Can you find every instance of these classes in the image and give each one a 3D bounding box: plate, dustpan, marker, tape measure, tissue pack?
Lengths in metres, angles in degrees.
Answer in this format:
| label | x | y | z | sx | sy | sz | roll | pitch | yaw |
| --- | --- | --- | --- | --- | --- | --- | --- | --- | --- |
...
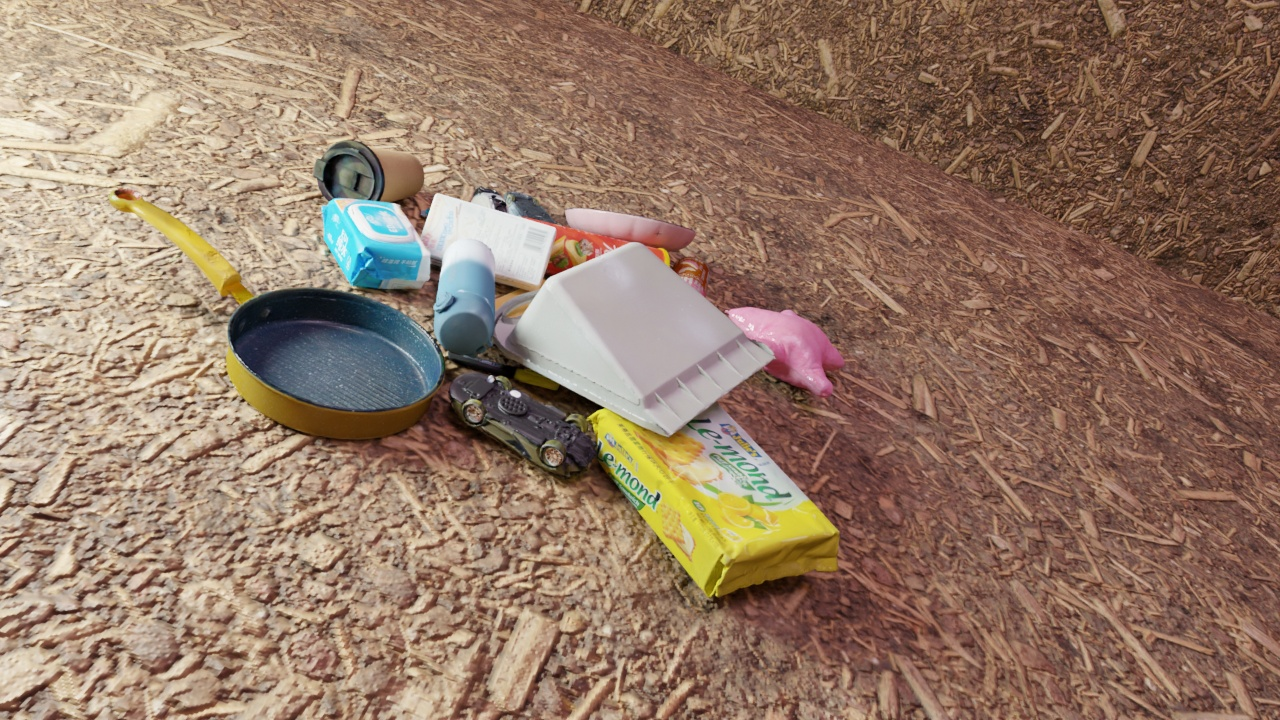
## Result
| label | x | y | z | sx | sy | sz | roll | pitch | yaw |
| --- | --- | --- | --- | --- | --- | --- | --- | --- | --- |
| plate | -0.017 | -0.185 | 1.336 | 0.192 | 0.039 | 0.192 | 10 | 3 | -1 |
| dustpan | -0.029 | -0.019 | 1.004 | 0.257 | 0.143 | 0.222 | 48 | 42 | 10 |
| marker | -0.146 | 0.009 | 0.985 | 0.124 | 0.015 | 0.018 | 16 | 26 | -12 |
| tape measure | -0.205 | -0.190 | 1.226 | 0.033 | 0.066 | 0.066 | 1 | 34 | -40 |
| tissue pack | -0.306 | -0.137 | 1.060 | 0.089 | 0.063 | 0.140 | 0 | 37 | -38 |

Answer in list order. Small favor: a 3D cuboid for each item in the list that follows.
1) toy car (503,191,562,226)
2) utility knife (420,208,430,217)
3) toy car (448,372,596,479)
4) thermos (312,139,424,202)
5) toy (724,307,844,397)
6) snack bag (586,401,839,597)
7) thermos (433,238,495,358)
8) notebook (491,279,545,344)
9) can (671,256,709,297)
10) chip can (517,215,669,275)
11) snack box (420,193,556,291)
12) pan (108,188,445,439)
| label | x | y | z | sx | sy | sz | roll | pitch | yaw |
| --- | --- | --- | --- | --- | --- | --- | --- | --- | --- |
| toy car | -0.155 | -0.201 | 1.311 | 0.054 | 0.037 | 0.120 | 1 | 40 | -41 |
| utility knife | -0.238 | -0.204 | 1.280 | 0.159 | 0.013 | 0.029 | -9 | 43 | -46 |
| toy car | -0.116 | 0.061 | 0.892 | 0.158 | 0.042 | 0.070 | 29 | 28 | 7 |
| thermos | -0.344 | -0.238 | 1.185 | 0.093 | 0.093 | 0.143 | 30 | 21 | 10 |
| toy | 0.195 | -0.026 | 1.247 | 0.178 | 0.075 | 0.194 | 33 | 25 | 5 |
| snack bag | 0.063 | 0.126 | 0.892 | 0.157 | 0.068 | 0.246 | -3 | 39 | -40 |
| thermos | -0.191 | -0.073 | 1.005 | 0.070 | 0.070 | 0.220 | 16 | 21 | -15 |
| notebook | -0.111 | -0.050 | 1.086 | 0.146 | 0.010 | 0.205 | 20 | 26 | 19 |
| can | 0.063 | -0.094 | 1.278 | 0.058 | 0.058 | 0.147 | 23 | 28 | -3 |
| chip can | -0.069 | -0.139 | 1.237 | 0.216 | 0.073 | 0.073 | 11 | 31 | -23 |
| snack box | -0.190 | -0.145 | 1.137 | 0.157 | 0.027 | 0.084 | 15 | 69 | -3 |
| pan | -0.350 | -0.051 | 0.864 | 0.357 | 0.078 | 0.197 | 27 | 28 | 5 |
